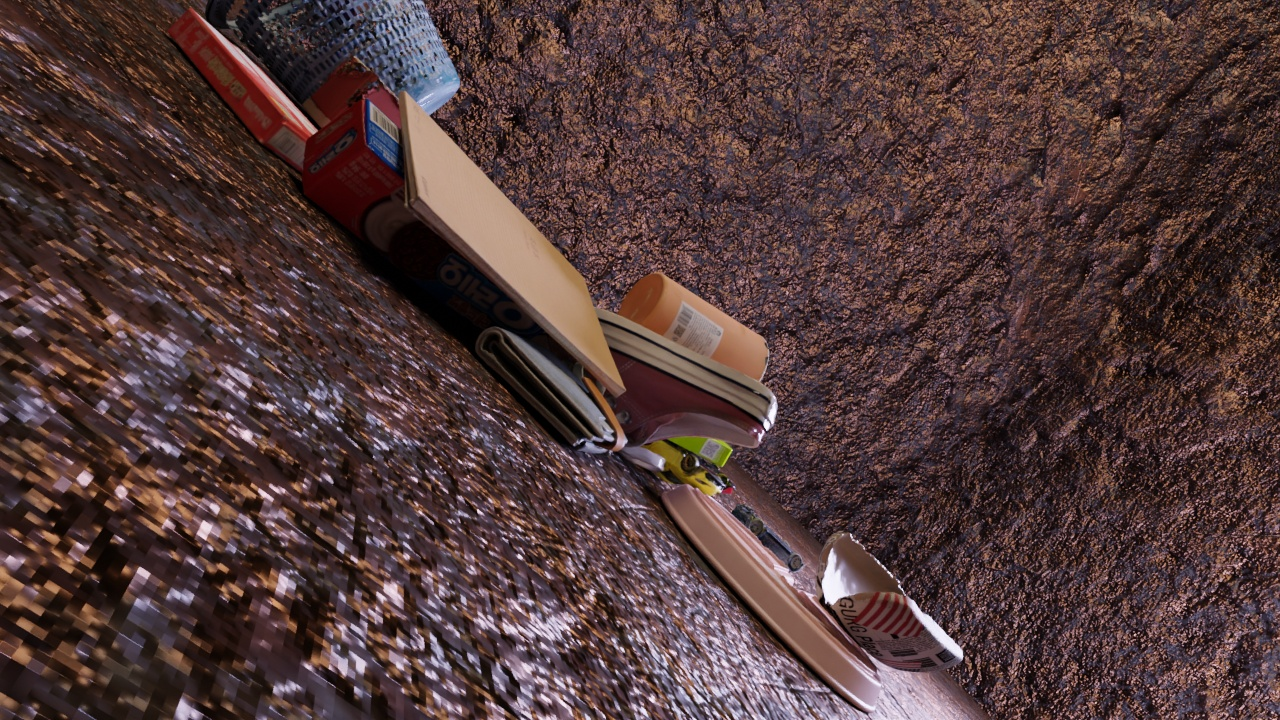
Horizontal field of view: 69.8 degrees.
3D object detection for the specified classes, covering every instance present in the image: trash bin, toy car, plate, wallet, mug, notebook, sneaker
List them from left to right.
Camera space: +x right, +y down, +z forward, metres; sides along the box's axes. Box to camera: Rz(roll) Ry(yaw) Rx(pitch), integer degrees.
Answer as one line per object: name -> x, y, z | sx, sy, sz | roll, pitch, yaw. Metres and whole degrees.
trash bin -> -0.309, -0.340, 0.989 | 0.195, 0.226, 0.226 | 57, -2, -13
notebook -> -0.089, -0.079, 0.635 | 0.211, 0.012, 0.149 | 45, 16, -40
wallet -> -0.051, 0.022, 0.627 | 0.106, 0.037, 0.129 | 44, 1, 9
sneaker -> -0.013, 0.025, 0.745 | 0.241, 0.087, 0.118 | 22, -19, 19
toy car -> 0.031, 0.094, 0.822 | 0.105, 0.032, 0.048 | 26, -12, 45
mug -> 0.043, -0.019, 0.795 | 0.122, 0.078, 0.078 | 34, 6, -31
toy car -> 0.065, 0.125, 1.069 | 0.106, 0.031, 0.049 | 32, 6, -16
toy car -> 0.141, 0.202, 1.029 | 0.105, 0.031, 0.049 | 43, 2, -15
plate -> 0.106, 0.179, 0.727 | 0.229, 0.028, 0.229 | 45, 1, -2

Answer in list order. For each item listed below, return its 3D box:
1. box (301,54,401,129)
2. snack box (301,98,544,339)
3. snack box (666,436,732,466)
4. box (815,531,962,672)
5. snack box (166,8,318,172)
box -> -0.202, -0.186, 0.806 | 0.168, 0.078, 0.091 | 46, -1, -43
snack box -> -0.135, -0.085, 0.636 | 0.207, 0.058, 0.057 | 43, 23, -45
snack box -> 0.024, 0.066, 1.046 | 0.156, 0.026, 0.086 | 28, 5, -17
box -> 0.199, 0.197, 0.717 | 0.087, 0.075, 0.162 | 9, -27, 40
snack box -> -0.268, -0.183, 0.647 | 0.153, 0.025, 0.075 | 45, 0, 26
